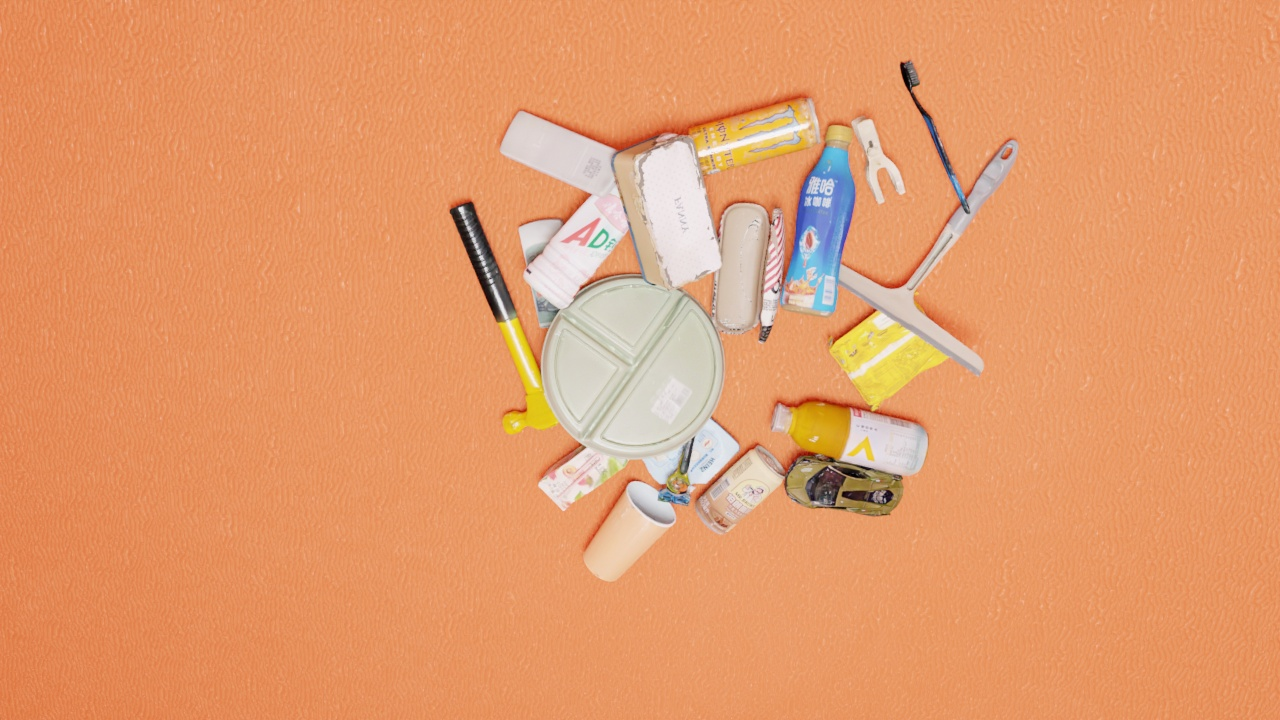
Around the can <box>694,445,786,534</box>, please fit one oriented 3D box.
[{"bbox_3d":[0.128,0.167,1.182,0.058,0.058,0.116,43,105,-7],"label":"can"}]

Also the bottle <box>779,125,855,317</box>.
[{"bbox_3d":[0.211,-0.161,1.065,0.065,0.065,0.218,10,92,3],"label":"bottle"}]

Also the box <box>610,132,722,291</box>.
[{"bbox_3d":[0.034,-0.165,1.065,0.089,0.062,0.184,-25,119,-21],"label":"box"}]

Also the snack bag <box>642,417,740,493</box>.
[{"bbox_3d":[0.025,0.088,1.179,0.191,0.039,0.110,41,93,-8],"label":"snack bag"}]

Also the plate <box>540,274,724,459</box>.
[{"bbox_3d":[-0.007,0.007,1.121,0.230,0.027,0.230,0,87,-6],"label":"plate"}]

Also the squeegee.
[{"bbox_3d":[0.361,-0.149,1.072,0.246,0.039,0.247,37,96,20],"label":"squeegee"}]

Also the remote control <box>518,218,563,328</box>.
[{"bbox_3d":[-0.112,-0.109,1.145,0.056,0.019,0.135,-8,105,8],"label":"remote control"}]

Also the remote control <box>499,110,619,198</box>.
[{"bbox_3d":[-0.092,-0.242,1.078,0.150,0.021,0.058,26,88,15],"label":"remote control"}]

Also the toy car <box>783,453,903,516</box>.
[{"bbox_3d":[0.258,0.161,1.164,0.158,0.042,0.070,8,108,-13],"label":"toy car"}]

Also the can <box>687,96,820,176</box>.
[{"bbox_3d":[0.130,-0.258,1.058,0.146,0.058,0.058,-13,104,9],"label":"can"}]

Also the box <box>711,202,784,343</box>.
[{"bbox_3d":[0.127,-0.104,1.096,0.086,0.075,0.162,6,108,12],"label":"box"}]

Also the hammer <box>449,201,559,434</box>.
[{"bbox_3d":[-0.167,-0.053,1.152,0.129,0.032,0.301,-17,101,26],"label":"hammer"}]

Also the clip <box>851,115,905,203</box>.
[{"bbox_3d":[0.271,-0.233,1.062,0.035,0.072,0.100,-25,108,13],"label":"clip"}]

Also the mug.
[{"bbox_3d":[-0.019,0.230,1.210,0.078,0.078,0.123,35,112,-5],"label":"mug"}]

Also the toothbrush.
[{"bbox_3d":[0.338,-0.254,1.044,0.016,0.014,0.189,-24,90,-1],"label":"toothbrush"}]

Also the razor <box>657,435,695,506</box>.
[{"bbox_3d":[0.058,0.118,1.159,0.042,0.022,0.143,12,102,-9],"label":"razor"}]

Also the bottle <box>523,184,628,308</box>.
[{"bbox_3d":[-0.055,-0.155,1.093,0.068,0.068,0.197,40,93,-6],"label":"bottle"}]

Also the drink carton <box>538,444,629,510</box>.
[{"bbox_3d":[-0.073,0.141,1.184,0.053,0.045,0.123,47,122,-8],"label":"drink carton"}]

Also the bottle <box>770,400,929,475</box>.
[{"bbox_3d":[0.258,0.092,1.142,0.189,0.068,0.068,13,107,2],"label":"bottle"}]

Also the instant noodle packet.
[{"bbox_3d":[0.306,-0.016,1.119,0.128,0.044,0.111,-36,98,12],"label":"instant noodle packet"}]
